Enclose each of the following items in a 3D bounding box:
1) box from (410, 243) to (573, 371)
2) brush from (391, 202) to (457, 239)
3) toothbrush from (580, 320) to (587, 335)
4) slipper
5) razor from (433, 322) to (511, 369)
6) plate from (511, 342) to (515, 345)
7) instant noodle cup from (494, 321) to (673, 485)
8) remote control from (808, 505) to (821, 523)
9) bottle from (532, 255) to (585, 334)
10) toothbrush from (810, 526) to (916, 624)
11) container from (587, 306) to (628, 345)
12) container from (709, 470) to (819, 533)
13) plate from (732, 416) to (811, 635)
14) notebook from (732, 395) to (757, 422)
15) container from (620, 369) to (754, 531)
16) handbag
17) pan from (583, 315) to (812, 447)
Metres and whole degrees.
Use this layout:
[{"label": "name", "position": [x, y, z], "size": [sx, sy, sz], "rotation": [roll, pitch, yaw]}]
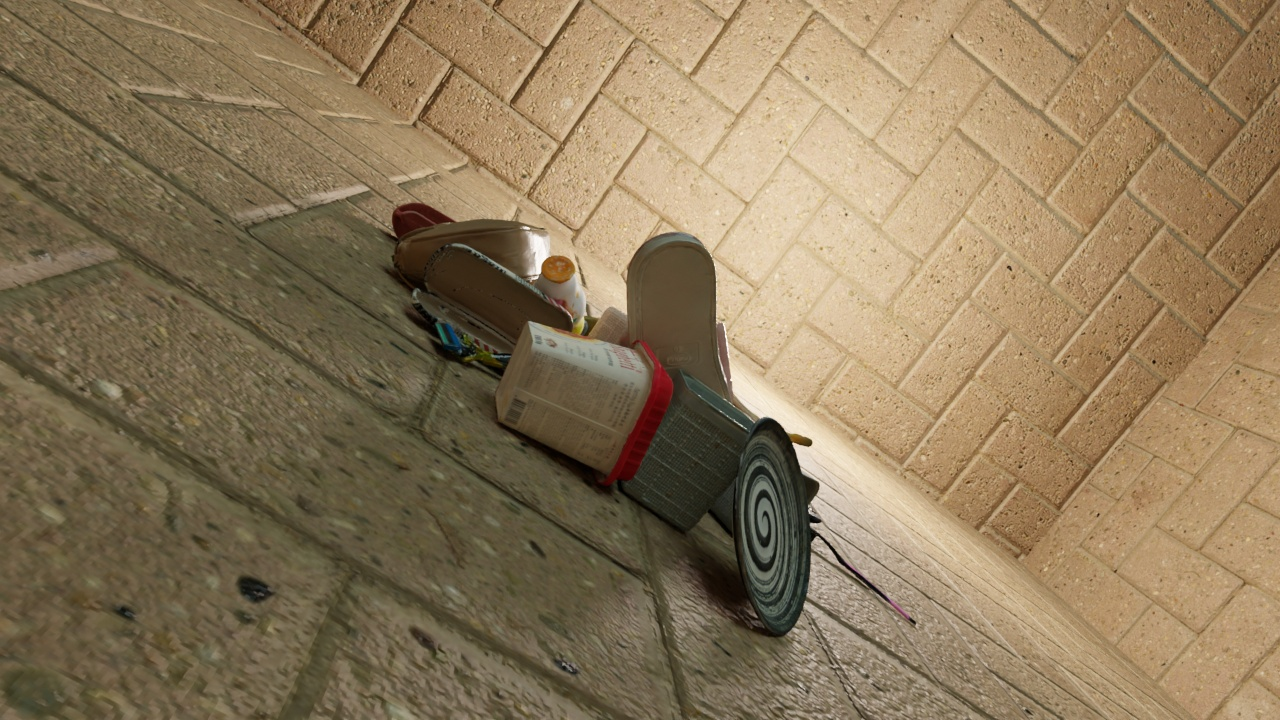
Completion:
[{"label": "box", "position": [-0.141, -0.045, 0.901], "size": [0.162, 0.085, 0.075], "rotation": [31, 5, -22]}, {"label": "brush", "position": [-0.243, -0.147, 1.145], "size": [0.145, 0.063, 0.069], "rotation": [31, -4, -26]}, {"label": "toothbrush", "position": [-0.155, -0.085, 1.225], "size": [0.224, 0.027, 0.026], "rotation": [30, 43, 33]}, {"label": "slipper", "position": [0.034, 0.002, 0.892], "size": [0.054, 0.114, 0.275], "rotation": [-123, -158, -58]}, {"label": "razor", "position": [-0.128, -0.002, 0.865], "size": [0.142, 0.022, 0.042], "rotation": [15, 26, -35]}, {"label": "plate", "position": [-0.075, 0.012, 1.067], "size": [0.230, 0.027, 0.230], "rotation": [35, 7, -5]}, {"label": "instant noodle cup", "position": [-0.053, 0.029, 0.787], "size": [0.124, 0.117, 0.116], "rotation": [22, 12, -17]}, {"label": "remote control", "position": [0.201, 0.188, 1.250], "size": [0.053, 0.024, 0.136], "rotation": [31, 8, -25]}, {"label": "bottle", "position": [-0.089, -0.064, 0.974], "size": [0.063, 0.063, 0.109], "rotation": [39, -30, 19]}, {"label": "toothbrush", "position": [0.264, 0.263, 1.135], "size": [0.189, 0.018, 0.014], "rotation": [41, 9, 9]}, {"label": "container", "position": [-0.006, 0.006, 0.981], "size": [0.090, 0.090, 0.111], "rotation": [31, 5, -35]}, {"label": "container", "position": [0.111, 0.127, 0.980], "size": [0.090, 0.090, 0.114], "rotation": [29, 8, -47]}, {"label": "plate", "position": [0.106, 0.137, 0.765], "size": [0.024, 0.179, 0.179], "rotation": [-8, -16, 27]}, {"label": "notebook", "position": [0.094, 0.078, 1.110], "size": [0.149, 0.012, 0.212], "rotation": [45, -17, 6]}, {"label": "container", "position": [0.041, 0.083, 0.837], "size": [0.090, 0.111, 0.090], "rotation": [36, 8, -9]}, {"label": "handbag", "position": [-0.176, -0.108, 1.022], "size": [0.148, 0.100, 0.204], "rotation": [-2, 6, 7]}, {"label": "pan", "position": [0.069, 0.027, 1.237], "size": [0.357, 0.078, 0.197], "rotation": [17, -2, 4]}]
